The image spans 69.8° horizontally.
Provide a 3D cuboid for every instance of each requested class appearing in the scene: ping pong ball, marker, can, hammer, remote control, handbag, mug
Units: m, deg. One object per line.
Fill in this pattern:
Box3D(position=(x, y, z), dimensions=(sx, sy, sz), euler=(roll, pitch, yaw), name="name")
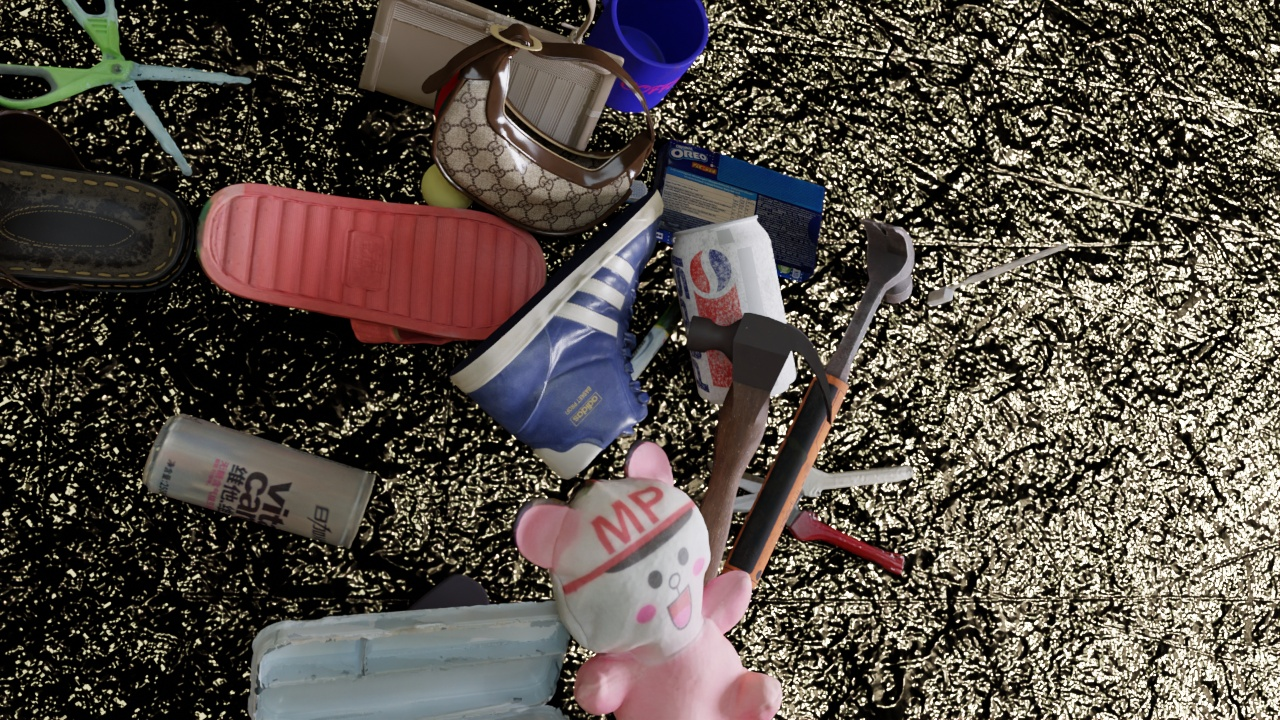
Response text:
Box3D(position=(-0.144, -0.129, 0.688), dimensions=(0.040, 0.040, 0.040), euler=(3, 80, -19), name="ping pong ball")
Box3D(position=(-0.004, 0.004, 0.728), dimensions=(0.017, 0.017, 0.146), euler=(40, 71, -9), name="marker")
Box3D(position=(0.072, -0.039, 0.716), dimensions=(0.078, 0.078, 0.136), euler=(-16, 99, -21), name="can")
Box3D(position=(0.053, 0.125, 0.672), dimensions=(0.115, 0.033, 0.323), euler=(16, 94, 6), name="hammer")
Box3D(position=(-0.161, 0.199, 0.644), dimensions=(0.124, 0.009, 0.046), euler=(-34, 93, -21), name="remote control")
Box3D(position=(-0.250, 0.080, 0.609), dimensions=(0.135, 0.054, 0.054), euler=(21, 75, -15), name="can")
Box3D(position=(-0.095, -0.226, 0.636), dimensions=(0.175, 0.198, 0.062), euler=(15, 76, -17), name="handbag")
Box3D(position=(-0.069, -0.166, 0.648), dimensions=(0.166, 0.139, 0.063), euler=(30, 35, -38), name="handbag")
Box3D(position=(-0.004, -0.268, 0.736), dimensions=(0.079, 0.084, 0.111), euler=(-20, 88, -21), name="mug")
Box3D(position=(0.142, 0.031, 0.726), dimensions=(0.035, 0.138, 0.314), euler=(22, 75, 25), name="hammer")

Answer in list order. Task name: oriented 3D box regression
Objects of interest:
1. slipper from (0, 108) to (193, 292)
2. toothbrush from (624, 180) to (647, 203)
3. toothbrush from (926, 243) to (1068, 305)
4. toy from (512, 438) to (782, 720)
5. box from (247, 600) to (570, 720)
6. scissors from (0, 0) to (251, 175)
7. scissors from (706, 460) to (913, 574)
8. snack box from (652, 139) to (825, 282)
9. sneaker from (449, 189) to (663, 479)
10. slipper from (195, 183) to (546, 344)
Box3D(position=(-0.423, -0.101, 0.565), dimensions=(0.267, 0.076, 0.113), euler=(10, 77, -18), name="slipper")
Box3D(position=(-0.073, -0.145, 0.729), dimensions=(0.166, 0.014, 0.016), euler=(6, 79, -18), name="toothbrush")
Box3D(position=(0.288, -0.068, 0.754), dimensions=(0.010, 0.182, 0.010), euler=(17, 79, -11), name="toothbrush")
Box3D(position=(0.004, 0.170, 0.617), dimensions=(0.141, 0.084, 0.213), euler=(-26, 93, -28), name="toy")
Box3D(position=(-0.130, 0.235, 0.575), dimensions=(0.215, 0.124, 0.107), euler=(1, 123, -24), name="box")
Box3D(position=(-0.363, -0.206, 0.636), dimensions=(0.171, 0.023, 0.167), euler=(-5, 77, -22), name="scissors")
Box3D(position=(0.152, 0.121, 0.765), dimensions=(0.179, 0.015, 0.187), euler=(-35, 94, -20), name="scissors")
Box3D(position=(0.082, -0.126, 0.774), dimensions=(0.150, 0.027, 0.082), euler=(15, 76, -17), name="snack box")
Box3D(position=(-0.020, -0.018, 0.677), dimensions=(0.118, 0.092, 0.232), euler=(51, 52, -13), name="sneaker")
Box3D(position=(-0.184, -0.064, 0.653), dimensions=(0.248, 0.059, 0.103), euler=(4, 81, -34), name="slipper")
